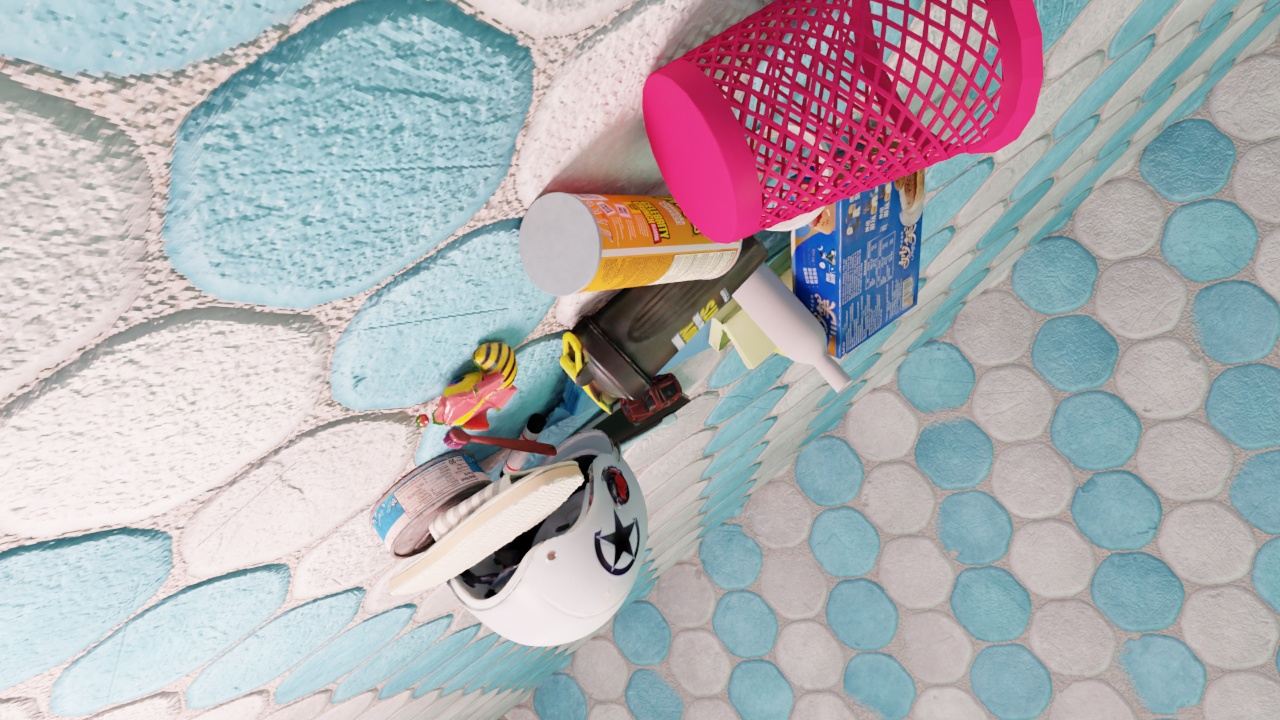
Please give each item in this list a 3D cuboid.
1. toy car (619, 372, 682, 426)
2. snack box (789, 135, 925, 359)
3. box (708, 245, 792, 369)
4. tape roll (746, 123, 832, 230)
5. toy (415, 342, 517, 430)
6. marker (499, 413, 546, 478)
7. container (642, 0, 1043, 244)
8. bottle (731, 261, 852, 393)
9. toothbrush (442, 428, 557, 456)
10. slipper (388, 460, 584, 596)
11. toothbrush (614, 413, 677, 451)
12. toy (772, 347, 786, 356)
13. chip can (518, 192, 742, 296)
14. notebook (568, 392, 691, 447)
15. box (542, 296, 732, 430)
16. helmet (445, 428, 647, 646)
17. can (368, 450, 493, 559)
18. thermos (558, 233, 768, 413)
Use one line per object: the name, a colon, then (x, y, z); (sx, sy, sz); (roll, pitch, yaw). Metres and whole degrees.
toy car: (0.014, 0.046, 1.126); (0.091, 0.042, 0.036); (-28, 180, -37)
snack box: (0.242, -0.128, 1.020); (0.154, 0.069, 0.203); (-31, 129, -31)
box: (0.162, -0.080, 1.087); (0.187, 0.090, 0.077); (-40, 138, -17)
tape roll: (0.124, -0.161, 0.812); (0.094, 0.094, 0.018); (-49, 160, 28)
toy: (-0.147, 0.029, 0.820); (0.103, 0.046, 0.084); (-50, 147, 17)
marker: (-0.142, 0.110, 1.073); (0.019, 0.019, 0.146); (-25, 158, -40)
container: (0.129, -0.188, 0.652); (0.225, 0.183, 0.183); (-28, 161, -12)
bottle: (0.159, -0.044, 1.006); (0.052, 0.195, 0.052); (-36, 163, -13)
toothbrush: (-0.146, 0.091, 0.982); (0.016, 0.016, 0.189); (-38, 156, 16)
slipper: (-0.171, 0.175, 0.965); (0.273, 0.054, 0.114); (-38, 164, 26)
toothbrush: (-0.023, 0.124, 1.322); (0.180, 0.016, 0.017); (-28, 172, -19)
toy: (0.265, -0.071, 1.359); (0.213, 0.084, 0.149); (-22, 155, -40)
chip can: (0.000, -0.097, 0.747); (0.075, 0.075, 0.214); (-49, 160, 30)
notebook: (-0.009, 0.080, 1.270); (0.141, 0.008, 0.209); (-36, 164, 7)
box: (-0.004, 0.009, 1.067); (0.231, 0.047, 0.177); (-27, 160, -37)
helmet: (-0.083, 0.218, 1.085); (0.237, 0.163, 0.263); (-28, -156, 38)
can: (-0.220, 0.154, 0.978); (0.129, 0.044, 0.130); (-35, 163, -13)
thermos: (0.020, -0.051, 0.892); (0.221, 0.098, 0.098); (-44, 163, 1)
